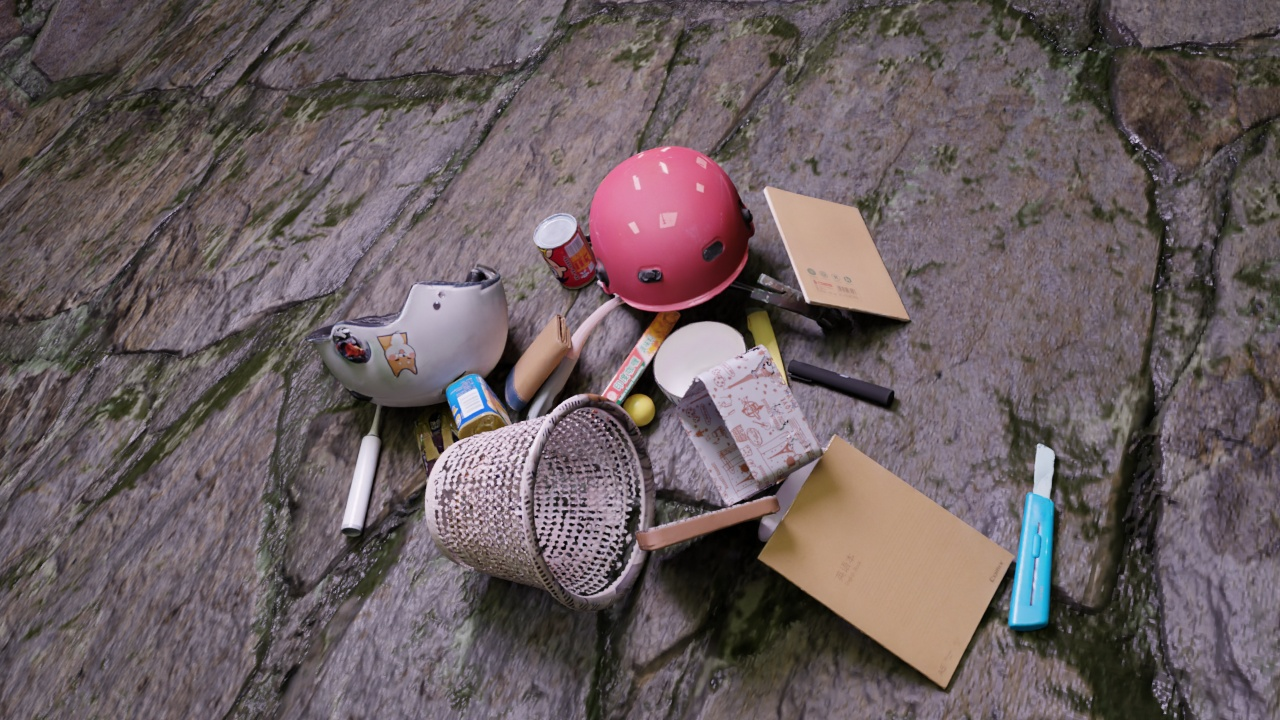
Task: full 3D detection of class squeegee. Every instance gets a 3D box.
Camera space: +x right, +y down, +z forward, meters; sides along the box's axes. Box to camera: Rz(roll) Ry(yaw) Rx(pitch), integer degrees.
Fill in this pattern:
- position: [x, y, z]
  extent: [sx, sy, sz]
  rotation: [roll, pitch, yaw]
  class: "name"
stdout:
- position: [-0.081, -0.008, 1.191]
  extent: [0.249, 0.040, 0.248]
  rotation: [-54, 26, -4]
  class: "squeegee"

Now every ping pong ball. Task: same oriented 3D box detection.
- position: [-0.002, 0.061, 1.134]
  extent: [0.040, 0.040, 0.040]
  rotation: [-11, 51, 14]
  class: "ping pong ball"

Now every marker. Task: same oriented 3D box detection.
- position: [0.233, 0.026, 1.078]
  extent: [0.132, 0.020, 0.022]
  rotation: [19, 80, 33]
  class: "marker"

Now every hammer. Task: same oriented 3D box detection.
- position: [0.099, -0.109, 1.190]
  extent: [0.324, 0.126, 0.032]
  rotation: [25, 94, 42]
  class: "hammer"

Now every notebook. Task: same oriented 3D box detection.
- position: [0.238, 0.191, 0.885]
  extent: [0.211, 0.012, 0.149]
  rotation: [35, 71, 4]
  class: "notebook"
- position: [0.242, -0.135, 1.145]
  extent: [0.147, 0.008, 0.207]
  rotation: [8, 46, -23]
  class: "notebook"

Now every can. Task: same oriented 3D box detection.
- position: [-0.199, 0.078, 1.165]
  extent: [0.057, 0.102, 0.083]
  rotation: [-30, 46, -1]
  class: "can"
- position: [-0.104, -0.154, 1.305]
  extent: [0.067, 0.094, 0.066]
  rotation: [-12, 51, 15]
  class: "can"

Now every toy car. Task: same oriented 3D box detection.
- position: [-0.252, 0.121, 1.195]
  extent: [0.070, 0.042, 0.158]
  rotation: [-28, 52, 1]
  class: "toy car"

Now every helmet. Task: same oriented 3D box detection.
- position: [-0.293, -0.017, 1.228]
  extent: [0.274, 0.157, 0.229]
  rotation: [-21, 7, 15]
  class: "helmet"
- position: [0.028, -0.176, 1.132]
  extent: [0.207, 0.144, 0.239]
  rotation: [-21, 32, 5]
  class: "helmet"

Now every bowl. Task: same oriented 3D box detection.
- position: [0.184, 0.158, 0.959]
  extent: [0.065, 0.118, 0.118]
  rotation: [37, 70, -1]
  class: "bowl"
- position: [0.079, 0.016, 1.119]
  extent: [0.116, 0.066, 0.116]
  rotation: [-11, 52, 14]
  class: "bowl"

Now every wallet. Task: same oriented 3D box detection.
- position: [-0.133, 0.002, 1.196]
  extent: [0.115, 0.033, 0.090]
  rotation: [-51, 21, 19]
  class: "wallet"

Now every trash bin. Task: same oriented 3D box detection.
- position: [-0.121, 0.156, 1.016]
  extent: [0.193, 0.227, 0.226]
  rotation: [-6, 52, 34]
  class: "trash bin"

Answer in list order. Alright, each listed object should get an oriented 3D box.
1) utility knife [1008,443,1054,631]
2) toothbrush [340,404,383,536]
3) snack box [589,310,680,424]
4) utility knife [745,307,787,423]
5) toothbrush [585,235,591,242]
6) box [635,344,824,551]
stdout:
- position: [0.391, 0.170, 0.905]
  extent: [0.034, 0.018, 0.204]
  rotation: [4, 55, 26]
  class: "utility knife"
- position: [-0.370, 0.133, 1.242]
  extent: [0.026, 0.026, 0.220]
  rotation: [5, 53, -6]
  class: "toothbrush"
- position: [-0.007, 0.007, 1.156]
  extent: [0.027, 0.077, 0.155]
  rotation: [34, 68, 0]
  class: "snack box"
- position: [0.159, 0.005, 1.125]
  extent: [0.031, 0.021, 0.206]
  rotation: [-19, 43, 12]
  class: "utility knife"
- position: [-0.029, -0.183, 1.342]
  extent: [0.213, 0.026, 0.027]
  rotation: [-1, 67, 23]
  class: "toothbrush"
- position: [0.062, 0.109, 0.951]
  extent: [0.193, 0.183, 0.157]
  rotation: [-24, 79, -11]
  class: "box"
